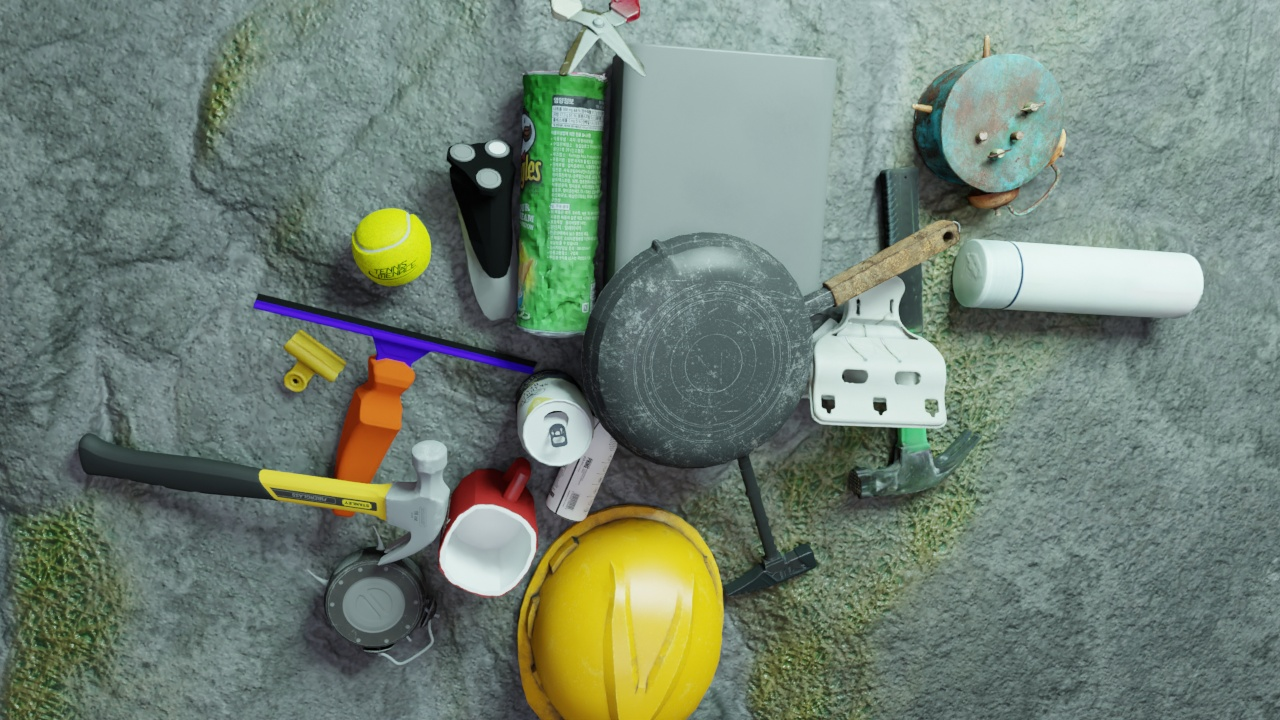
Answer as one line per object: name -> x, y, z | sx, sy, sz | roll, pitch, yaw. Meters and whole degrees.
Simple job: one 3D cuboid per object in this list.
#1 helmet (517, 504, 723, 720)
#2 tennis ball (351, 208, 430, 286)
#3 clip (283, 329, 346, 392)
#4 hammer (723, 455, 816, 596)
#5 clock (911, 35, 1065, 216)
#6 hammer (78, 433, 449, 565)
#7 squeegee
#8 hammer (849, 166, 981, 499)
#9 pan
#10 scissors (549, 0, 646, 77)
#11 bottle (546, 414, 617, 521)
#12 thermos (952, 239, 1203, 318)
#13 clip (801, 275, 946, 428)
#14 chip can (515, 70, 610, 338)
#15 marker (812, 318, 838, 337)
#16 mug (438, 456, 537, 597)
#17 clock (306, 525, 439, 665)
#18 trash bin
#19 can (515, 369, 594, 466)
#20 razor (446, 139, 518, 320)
helmet -> -0.010, 0.276, 0.861 | 0.205, 0.131, 0.255 | 10, 98, -10
tennis ball -> -0.213, -0.097, 0.785 | 0.065, 0.065, 0.065 | -2, 102, -9
clip -> -0.295, 0.005, 0.813 | 0.054, 0.046, 0.048 | 39, 68, -16
hammer -> 0.089, 0.093, 0.847 | 0.095, 0.015, 0.325 | -21, 121, -4
clock -> 0.332, -0.204, 0.845 | 0.121, 0.073, 0.157 | -43, 105, 1
hammer -> -0.326, 0.107, 0.795 | 0.323, 0.029, 0.127 | 8, 120, 3
squeegee -> -0.238, 0.054, 0.817 | 0.249, 0.055, 0.185 | 15, 102, -32
hammer -> 0.260, -0.026, 0.893 | 0.130, 0.032, 0.319 | -8, 102, -6
pan -> 0.122, -0.036, 0.761 | 0.356, 0.040, 0.208 | -26, 110, -7
scissors -> -0.047, -0.300, 0.750 | 0.179, 0.015, 0.198 | 26, 57, 10
bottle -> -0.049, 0.092, 0.862 | 0.041, 0.041, 0.116 | 22, 97, -13
thermos -> 0.422, -0.078, 0.889 | 0.230, 0.068, 0.068 | 2, 101, -9
clip -> 0.209, -0.003, 0.852 | 0.126, 0.110, 0.150 | 3, 63, -8
chip can -> -0.069, -0.132, 0.797 | 0.075, 0.075, 0.223 | 2, 102, -9
marker -> 0.142, 0.013, 0.884 | 0.133, 0.027, 0.023 | -44, 104, -1
mug -> -0.130, 0.140, 0.830 | 0.080, 0.096, 0.116 | 28, 96, -13
clock -> -0.243, 0.223, 0.857 | 0.091, 0.044, 0.123 | -33, 104, -1
trash bin -> 0.064, -0.150, 0.803 | 0.191, 0.097, 0.220 | 1, 100, -9
can -> -0.076, 0.050, 0.804 | 0.064, 0.127, 0.064 | -2, 101, -9
razor -> -0.132, -0.110, 0.804 | 0.057, 0.060, 0.156 | -11, 122, -18
